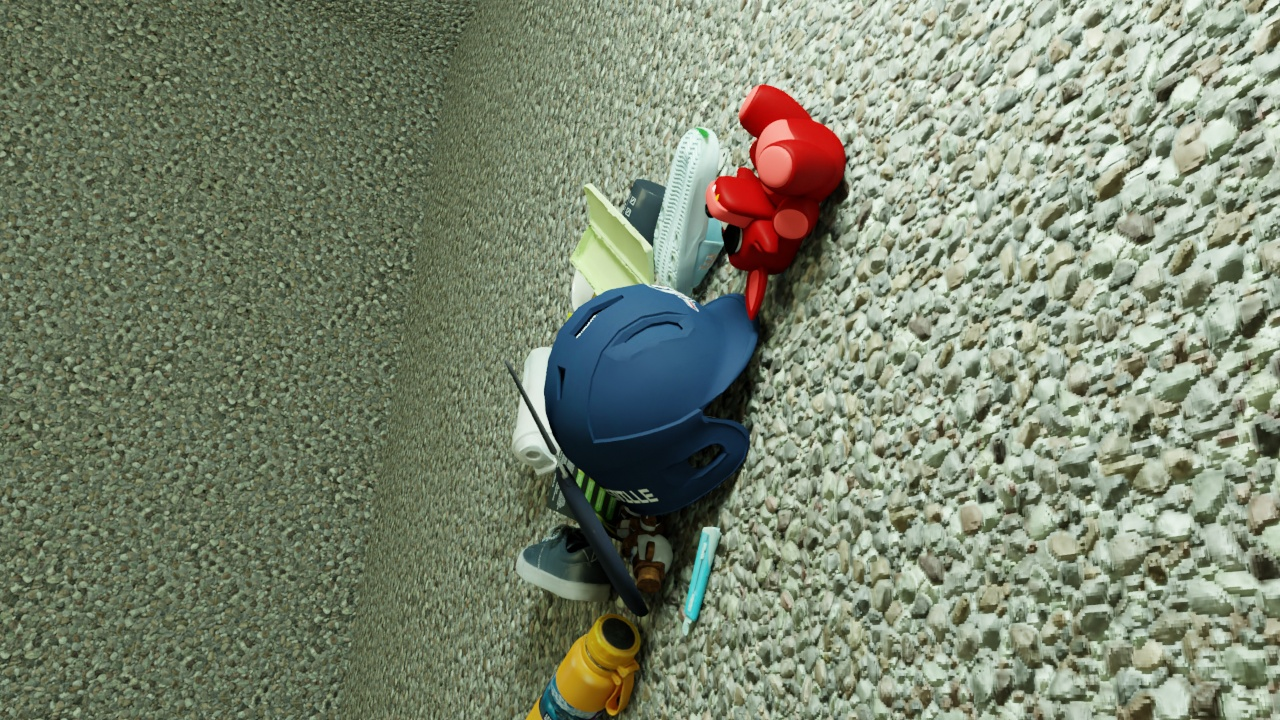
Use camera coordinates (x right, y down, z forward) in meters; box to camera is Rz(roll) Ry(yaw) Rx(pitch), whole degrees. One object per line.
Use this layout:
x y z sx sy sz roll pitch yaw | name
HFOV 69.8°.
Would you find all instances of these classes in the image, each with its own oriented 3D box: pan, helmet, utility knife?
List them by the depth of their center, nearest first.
0.065 0.239 0.994 0.022 0.015 0.123 15 93 41 | utility knife
-0.077 0.147 1.033 0.357 0.021 0.199 66 169 -27 | pan
0.014 0.013 1.034 0.272 0.223 0.232 -41 21 -11 | helmet

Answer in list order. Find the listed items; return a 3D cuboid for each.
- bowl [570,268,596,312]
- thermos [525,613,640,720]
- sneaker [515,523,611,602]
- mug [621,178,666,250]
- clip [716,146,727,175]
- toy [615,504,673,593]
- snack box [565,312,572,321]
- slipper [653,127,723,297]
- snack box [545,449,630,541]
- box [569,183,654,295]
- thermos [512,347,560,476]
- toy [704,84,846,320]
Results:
-0.053 -0.118 1.384 0.118 0.067 0.117 -44 39 52 | bowl
-0.066 0.411 1.137 0.233 0.091 0.076 -61 -4 31 | thermos
-0.105 0.271 1.272 0.236 0.089 0.087 1 82 60 | sneaker
0.014 -0.209 1.297 0.104 0.071 0.078 -63 -3 -67 | mug
0.086 -0.256 1.194 0.054 0.040 0.101 112 158 -50 | clip
0.005 0.220 1.079 0.112 0.067 0.087 -86 6 -52 | toy
-0.092 -0.033 1.477 0.040 0.029 0.148 -69 24 15 | snack box
0.069 -0.169 1.123 0.104 0.074 0.246 -106 20 -44 | slipper
-0.054 0.176 1.193 0.148 0.025 0.080 17 94 37 | snack box
-0.034 -0.144 1.259 0.187 0.047 0.141 50 141 43 | box
-0.155 0.081 1.493 0.100 0.099 0.220 -55 26 40 | thermos
0.129 -0.165 0.952 0.158 0.120 0.198 -104 27 -42 | toy
